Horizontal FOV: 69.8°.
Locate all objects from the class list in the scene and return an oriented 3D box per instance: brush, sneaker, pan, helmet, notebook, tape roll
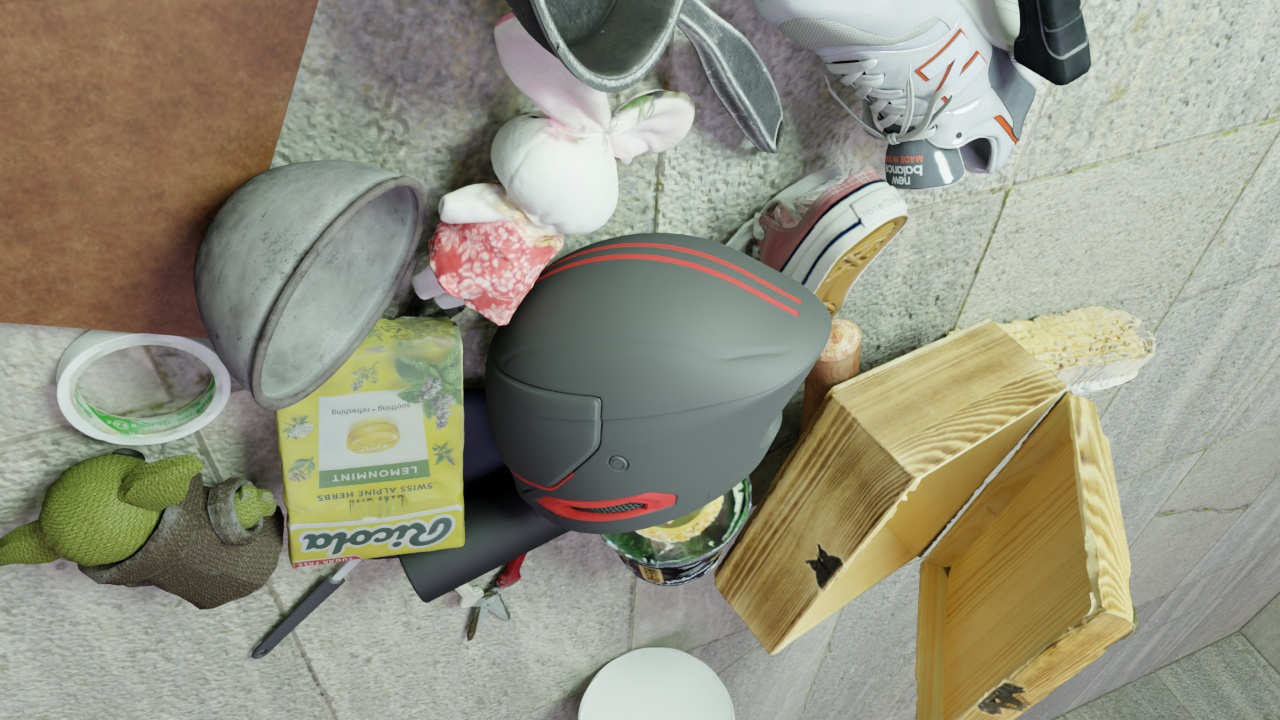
[{"bbox_3d":[0.411,-0.003,0.931,0.270,0.083,0.057,-8,137,-25],"label":"brush"},{"bbox_3d":[0.168,-0.168,0.564,0.239,0.089,0.124,-6,105,-31],"label":"sneaker"},{"bbox_3d":[-0.214,0.148,0.748,0.357,0.021,0.198,-43,144,19],"label":"pan"},{"bbox_3d":[-0.004,0.004,0.605,0.265,0.163,0.170,-10,122,27],"label":"helmet"},{"bbox_3d":[-0.268,-0.107,0.442,0.167,0.024,0.226,5,130,-37],"label":"notebook"},{"bbox_3d":[0.016,-0.194,0.472,0.356,0.055,0.187,36,68,-67],"label":"pan"},{"bbox_3d":[0.107,-0.072,0.669,0.118,0.088,0.242,-28,165,-22],"label":"sneaker"},{"bbox_3d":[-0.300,0.014,0.558,0.093,0.018,0.094,-17,140,-15],"label":"tape roll"}]

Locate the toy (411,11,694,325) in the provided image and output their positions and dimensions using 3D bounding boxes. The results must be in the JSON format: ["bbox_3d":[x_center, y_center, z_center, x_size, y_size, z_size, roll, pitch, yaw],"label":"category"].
[{"bbox_3d":[-0.061,-0.099,0.534,0.195,0.084,0.159,-47,150,23],"label":"toy"}]

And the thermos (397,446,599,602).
[{"bbox_3d":[-0.076,0.111,0.729,0.231,0.061,0.061,-26,141,-9],"label":"thermos"}]

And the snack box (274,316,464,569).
[{"bbox_3d":[-0.179,0.057,0.616,0.121,0.045,0.181,-4,123,-18],"label":"snack box"}]

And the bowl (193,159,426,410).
[{"bbox_3d":[-0.185,-0.051,0.492,0.145,0.067,0.145,-58,179,-2],"label":"bowl"}]

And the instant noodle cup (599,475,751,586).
[{"bbox_3d":[0.024,0.132,0.810,0.137,0.137,0.112,-22,151,-10],"label":"instant noodle cup"}]

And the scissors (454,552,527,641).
[{"bbox_3d":[-0.143,0.206,0.860,0.195,0.015,0.179,-48,149,15],"label":"scissors"}]

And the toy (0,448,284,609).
[{"bbox_3d":[-0.313,0.110,0.606,0.180,0.078,0.152,-24,144,18],"label":"toy"}]

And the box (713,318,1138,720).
[{"bbox_3d":[0.276,0.161,0.800,0.268,0.263,0.280,-22,146,-37],"label":"box"}]

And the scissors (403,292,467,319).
[{"bbox_3d":[-0.176,0.003,0.628,0.157,0.012,0.169,-17,140,-16],"label":"scissors"}]

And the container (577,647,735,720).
[{"bbox_3d":[0.022,0.480,1.129,0.189,0.189,0.187,-19,139,-14],"label":"container"}]

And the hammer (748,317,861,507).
[{"bbox_3d":[0.155,0.044,0.804,0.158,0.037,0.301,-26,155,-5],"label":"hammer"}]

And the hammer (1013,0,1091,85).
[{"bbox_3d":[0.178,-0.272,0.429,0.025,0.117,0.333,-31,133,3],"label":"hammer"}]
